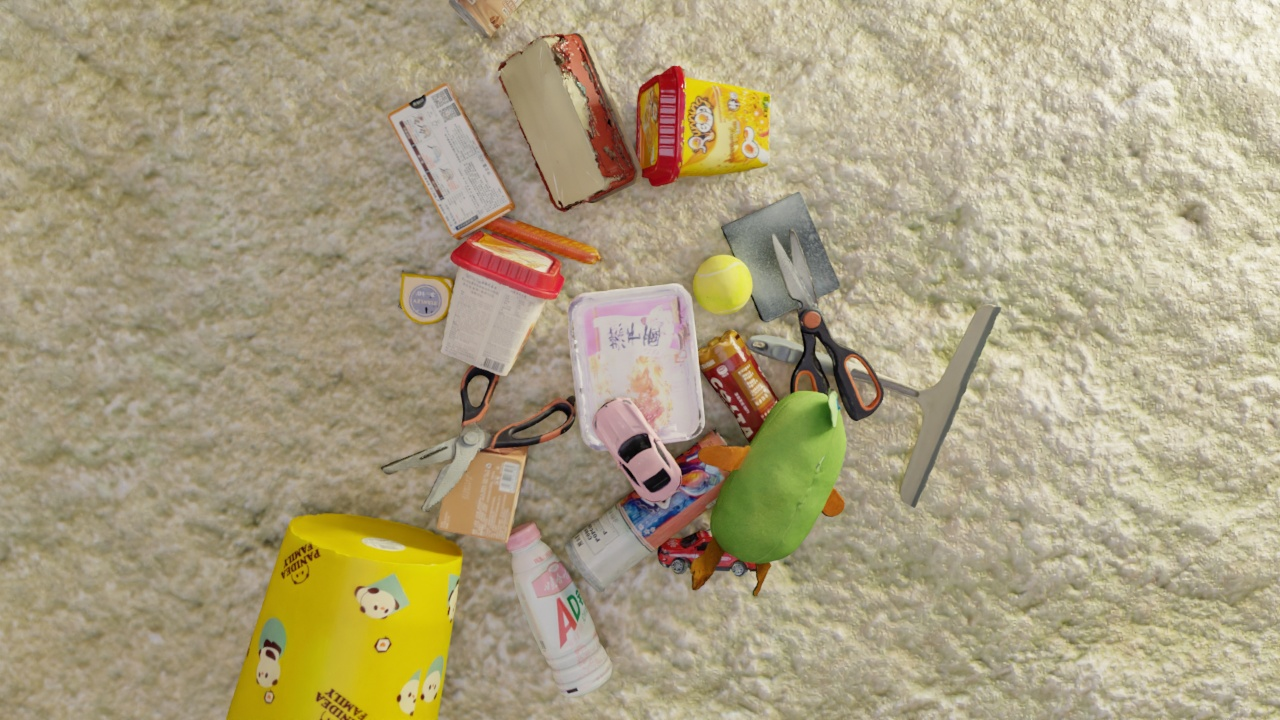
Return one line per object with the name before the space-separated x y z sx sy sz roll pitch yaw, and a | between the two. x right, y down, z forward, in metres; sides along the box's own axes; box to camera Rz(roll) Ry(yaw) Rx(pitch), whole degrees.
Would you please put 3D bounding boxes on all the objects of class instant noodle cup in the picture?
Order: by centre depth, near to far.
instant noodle cup | 0.066 -0.243 0.971 0.123 0.116 0.116 0 96 -14
instant noodle cup | -0.154 -0.060 0.982 0.116 0.116 0.124 21 106 -5
instant noodle cup | -0.006 0.006 1.016 0.138 0.060 0.173 -7 95 -1

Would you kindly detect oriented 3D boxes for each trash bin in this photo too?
trash bin | -0.304 0.309 0.965 0.229 0.229 0.255 13 90 -4

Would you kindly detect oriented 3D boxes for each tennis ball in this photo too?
tennis ball | 0.090 -0.083 1.006 0.065 0.065 0.065 0 96 -2

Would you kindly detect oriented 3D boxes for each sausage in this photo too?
sausage | -0.119 -0.138 1.014 0.165 0.021 0.021 19 95 -4

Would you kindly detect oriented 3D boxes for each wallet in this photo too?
wallet | 0.157 -0.115 1.030 0.097 0.019 0.121 -25 98 3

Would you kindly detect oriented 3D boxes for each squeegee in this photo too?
squeegee | 0.237 0.015 1.037 0.246 0.039 0.247 18 106 2

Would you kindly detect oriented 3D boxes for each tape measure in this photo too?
tape measure | -0.236 -0.069 1.014 0.060 0.029 0.057 6 95 -3

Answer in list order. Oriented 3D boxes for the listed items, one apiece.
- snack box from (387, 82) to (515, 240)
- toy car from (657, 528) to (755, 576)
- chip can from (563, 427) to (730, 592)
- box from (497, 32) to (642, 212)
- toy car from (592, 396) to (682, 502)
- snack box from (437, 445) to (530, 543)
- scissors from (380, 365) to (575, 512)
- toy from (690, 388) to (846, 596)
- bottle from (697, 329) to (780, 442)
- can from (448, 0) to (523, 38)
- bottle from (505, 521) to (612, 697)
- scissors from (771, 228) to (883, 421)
snack box | -0.203 -0.214 0.988 0.075 0.026 0.153 -29 87 2
toy car | 0.079 0.217 1.047 0.120 0.053 0.045 1 95 -5
chip can | 0.020 0.167 1.029 0.215 0.071 0.071 -37 96 2
box | -0.077 -0.247 0.957 0.092 0.080 0.168 -17 99 41
toy car | -0.003 0.096 0.979 0.056 0.037 0.122 -35 95 1
snack box | -0.170 0.136 1.006 0.077 0.094 0.093 12 96 -3
scissors | -0.164 0.072 0.965 0.189 0.226 0.015 9 138 -8
toy | 0.141 0.137 0.966 0.226 0.090 0.247 24 97 -40
bottle | 0.129 0.051 1.026 0.057 0.057 0.175 -34 97 2
can | -0.144 -0.401 0.965 0.058 0.058 0.116 43 93 -6
bottle | -0.099 0.280 1.040 0.068 0.068 0.197 -24 94 0
scissors | 0.203 -0.036 1.002 0.160 0.021 0.234 5 98 -1
